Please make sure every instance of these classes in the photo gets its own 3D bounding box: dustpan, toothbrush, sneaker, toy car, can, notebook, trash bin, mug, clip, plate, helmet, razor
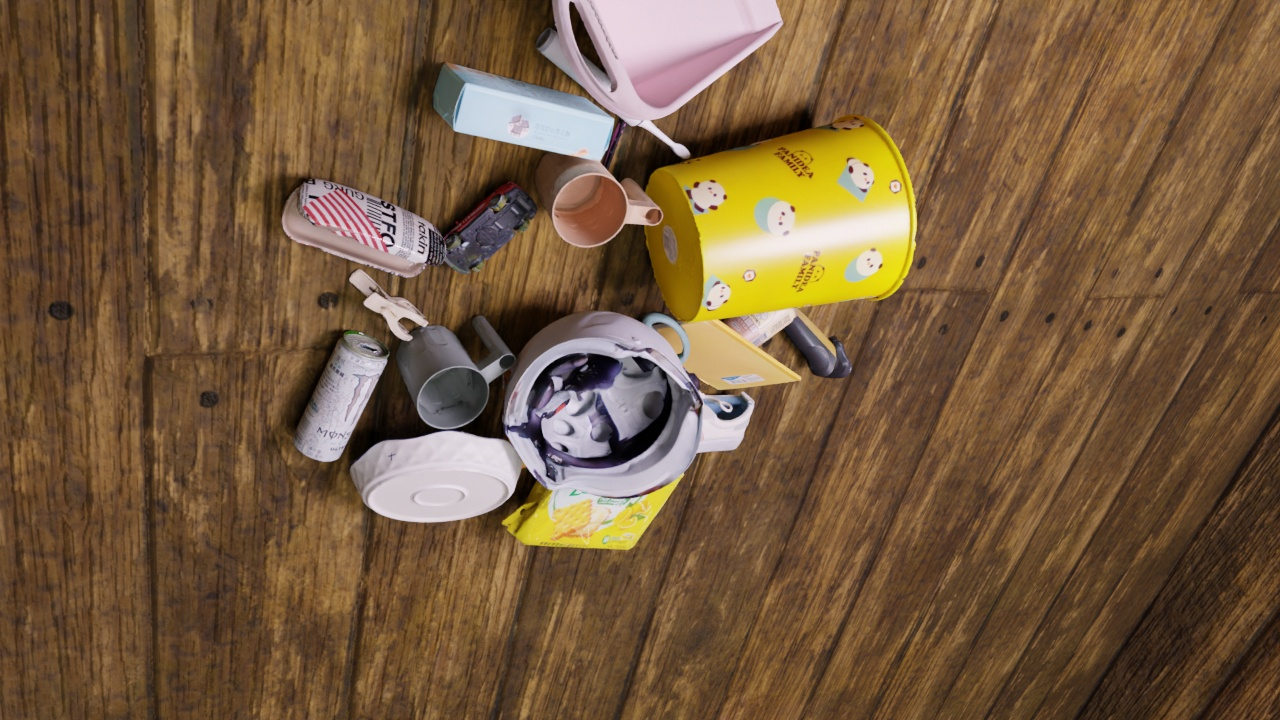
[{"bbox_3d":[0.032,-0.365,0.904,0.273,0.139,0.222,-33,120,-4],"label":"dustpan"},{"bbox_3d":[-0.023,-0.285,1.006,0.221,0.026,0.027,31,96,-34],"label":"toothbrush"},{"bbox_3d":[0.060,0.078,1.281,0.241,0.089,0.091,2,128,-34],"label":"sneaker"},{"bbox_3d":[-0.170,-0.147,1.018,0.120,0.045,0.053,-40,131,7],"label":"toy car"},{"bbox_3d":[0.155,-0.049,1.273,0.116,0.058,0.058,-37,132,-4],"label":"can"},{"bbox_3d":[-0.027,-0.253,1.052,0.017,0.014,0.189,6,119,-30],"label":"toothbrush"},{"bbox_3d":[0.100,-0.006,1.231,0.206,0.146,0.010,30,62,-40],"label":"notebook"},{"bbox_3d":[0.154,-0.158,1.096,0.255,0.229,0.230,-14,127,-16],"label":"trash bin"},{"bbox_3d":[-0.049,-0.183,1.014,0.124,0.103,0.084,1,121,-21],"label":"mug"},{"bbox_3d":[-0.276,-0.056,1.016,0.034,0.066,0.099,-41,144,0],"label":"clip"},{"bbox_3d":[-0.245,0.147,1.117,0.205,0.045,0.205,-8,152,-4],"label":"plate"},{"bbox_3d":[-0.214,0.006,1.059,0.124,0.103,0.084,-35,132,-7],"label":"mug"},{"bbox_3d":[-0.339,0.041,1.038,0.058,0.058,0.147,18,111,-38],"label":"can"},{"bbox_3d":[-0.049,0.041,1.112,0.229,0.145,0.258,-35,130,15],"label":"helmet"},{"bbox_3d":[0.253,-0.031,1.356,0.167,0.062,0.067,42,64,-37],"label":"razor"}]

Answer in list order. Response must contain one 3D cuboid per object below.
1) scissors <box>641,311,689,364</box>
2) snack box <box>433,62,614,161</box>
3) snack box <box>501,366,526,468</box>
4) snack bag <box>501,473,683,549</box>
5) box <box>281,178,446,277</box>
[{"bbox_3d":[-0.007,0.007,1.193,0.181,0.019,0.170,-5,133,11],"label":"scissors"},{"bbox_3d":[-0.120,-0.256,0.952,0.174,0.074,0.052,4,119,-33],"label":"snack box"},{"bbox_3d":[-0.141,0.071,1.200,0.075,0.026,0.154,-12,127,-23],"label":"snack box"},{"bbox_3d":[-0.063,0.186,1.285,0.246,0.068,0.158,14,116,-45],"label":"snack bag"},{"bbox_3d":[-0.288,-0.131,0.953,0.162,0.076,0.088,15,142,-38],"label":"box"}]
